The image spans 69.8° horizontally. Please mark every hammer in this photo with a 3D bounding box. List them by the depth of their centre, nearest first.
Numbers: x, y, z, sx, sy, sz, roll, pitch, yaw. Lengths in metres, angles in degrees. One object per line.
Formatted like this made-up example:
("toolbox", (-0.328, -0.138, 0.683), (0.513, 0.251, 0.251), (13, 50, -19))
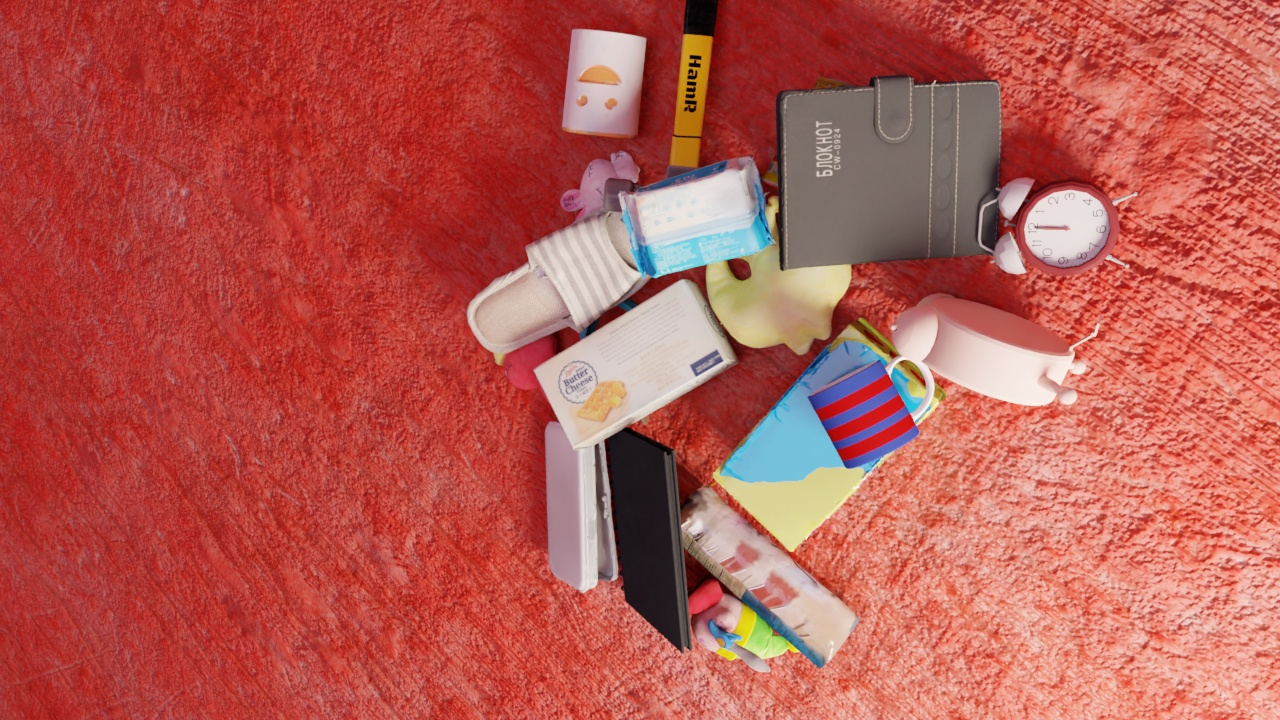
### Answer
("hammer", (0.060, -0.300, 0.940), (0.170, 0.034, 0.324), (6, 98, 3))

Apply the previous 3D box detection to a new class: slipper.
("slipper", (-0.091, -0.087, 1.042), (0.273, 0.053, 0.114), (-30, 103, 26))

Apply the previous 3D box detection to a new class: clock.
("clock", (0.369, -0.119, 0.821), (0.125, 0.044, 0.087), (5, 105, 22))
("clock", (0.317, -0.021, 0.827), (0.161, 0.130, 0.086), (18, 110, 25))

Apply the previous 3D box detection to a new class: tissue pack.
("tissue pack", (0.054, -0.142, 0.912), (0.144, 0.061, 0.093), (-13, 112, 13))

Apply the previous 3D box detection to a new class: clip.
("clip", (-0.055, -0.046, 1.089), (0.120, 0.033, 0.119), (9, 110, 27))

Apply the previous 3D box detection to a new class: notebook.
("notebook", (0.228, -0.172, 0.837), (0.209, 0.029, 0.169), (-6, 105, -9))
("notebook", (0.007, 0.197, 1.062), (0.169, 0.019, 0.231), (-162, 65, -64))

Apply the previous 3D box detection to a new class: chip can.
("chip can", (0.134, 0.237, 1.024), (0.229, 0.079, 0.080), (39, 117, 15))

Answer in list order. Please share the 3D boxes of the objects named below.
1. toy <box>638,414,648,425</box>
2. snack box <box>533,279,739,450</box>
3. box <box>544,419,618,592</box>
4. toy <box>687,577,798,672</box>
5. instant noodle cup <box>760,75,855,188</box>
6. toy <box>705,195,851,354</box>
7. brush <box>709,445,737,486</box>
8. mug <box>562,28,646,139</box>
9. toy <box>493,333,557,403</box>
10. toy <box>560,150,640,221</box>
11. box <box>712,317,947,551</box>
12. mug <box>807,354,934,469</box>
("toy", (-0.039, 0.045, 1.090), (0.102, 0.042, 0.054), (4, 63, 13))
("snack box", (-0.006, 0.006, 1.024), (0.208, 0.057, 0.104), (-31, 80, 18))
("box", (-0.082, 0.177, 1.134), (0.118, 0.063, 0.214), (9, 109, 44))
("toy", (0.113, 0.300, 1.043), (0.096, 0.124, 0.131), (-38, 77, -10))
("instant noodle cup", (0.182, -0.208, 0.883), (0.100, 0.100, 0.112), (27, 106, 21))
("toy", (0.143, -0.079, 0.949), (0.171, 0.064, 0.155), (-40, 72, 34))
("brush", (0.130, 0.107, 1.027), (0.127, 0.017, 0.048), (-38, 83, 30))
("mug", (-0.039, -0.296, 0.985), (0.082, 0.082, 0.105), (14, 108, 25))
("toy", (-0.134, -0.003, 1.129), (0.135, 0.045, 0.092), (45, 121, 19))
("toy", (-0.048, -0.188, 1.037), (0.110, 0.047, 0.063), (-40, 75, 33))
("box", (0.192, 0.075, 0.939), (0.124, 0.079, 0.221), (42, 108, 12))
("mug", (0.222, 0.042, 0.849), (0.112, 0.075, 0.076), (-27, 86, -5))
